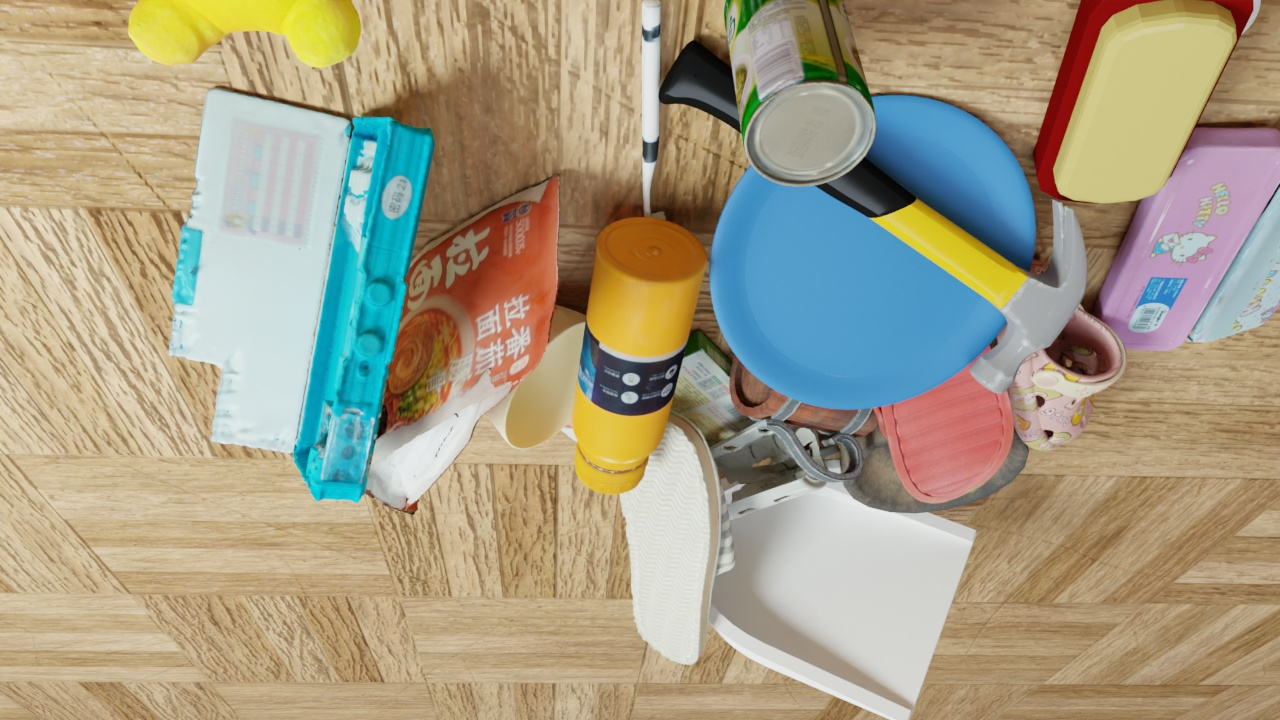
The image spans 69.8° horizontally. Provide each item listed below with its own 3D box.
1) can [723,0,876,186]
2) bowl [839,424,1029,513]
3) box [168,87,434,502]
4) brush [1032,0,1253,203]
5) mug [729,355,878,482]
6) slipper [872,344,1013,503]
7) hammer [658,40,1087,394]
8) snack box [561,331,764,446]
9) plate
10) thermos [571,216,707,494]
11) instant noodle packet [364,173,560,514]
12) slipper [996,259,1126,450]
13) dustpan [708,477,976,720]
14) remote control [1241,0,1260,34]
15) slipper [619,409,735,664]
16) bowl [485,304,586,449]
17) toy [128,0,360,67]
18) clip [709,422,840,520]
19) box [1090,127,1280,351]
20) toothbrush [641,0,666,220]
[{"bbox_3d":[0.082,-0.157,0.490,0.067,0.120,0.067,-1,143,-1],"label":"can"},{"bbox_3d":[0.260,0.071,0.835,0.162,0.070,0.162,-1,143,-1],"label":"bowl"},{"bbox_3d":[-0.206,-0.042,0.577,0.168,0.227,0.086,16,-172,23],"label":"box"},{"bbox_3d":[0.295,-0.156,0.549,0.082,0.041,0.174,2,147,9],"label":"brush"},{"bbox_3d":[0.140,0.037,0.755,0.111,0.117,0.082,16,157,-27],"label":"mug"},{"bbox_3d":[0.221,-0.002,0.713,0.103,0.059,0.249,-17,113,7],"label":"slipper"},{"bbox_3d":[0.156,-0.102,0.589,0.323,0.029,0.127,30,110,-17],"label":"hammer"},{"bbox_3d":[0.018,0.045,0.829,0.168,0.027,0.132,-23,137,26],"label":"snack box"},{"bbox_3d":[0.157,-0.070,0.634,0.224,0.024,0.225,-2,116,-4],"label":"plate"},{"bbox_3d":[-0.004,0.004,0.696,0.076,0.091,0.233,32,137,21],"label":"thermos"},{"bbox_3d":[-0.122,-0.013,0.636,0.084,0.164,0.222,30,133,-32],"label":"instant noodle packet"},{"bbox_3d":[0.333,0.003,0.719,0.082,0.093,0.197,6,148,38],"label":"slipper"},{"bbox_3d":[0.160,0.200,0.882,0.258,0.191,0.053,14,153,33],"label":"dustpan"},{"bbox_3d":[0.311,-0.225,0.498,0.043,0.013,0.136,-19,139,21],"label":"remote control"},{"bbox_3d":[0.032,0.164,0.840,0.053,0.114,0.273,-25,124,-39],"label":"slipper"},{"bbox_3d":[-0.090,0.000,0.720,0.074,0.117,0.118,35,149,23],"label":"bowl"},{"bbox_3d":[-0.194,-0.232,0.413,0.134,0.087,0.194,-1,141,5],"label":"toy"},{"bbox_3d":[0.127,0.111,0.854,0.151,0.105,0.127,22,148,-31],"label":"clip"},{"bbox_3d":[0.430,-0.085,0.670,0.151,0.040,0.214,-8,142,2],"label":"box"},{"bbox_3d":[0.009,-0.147,0.592,0.017,0.012,0.187,-12,143,-8],"label":"toothbrush"}]
